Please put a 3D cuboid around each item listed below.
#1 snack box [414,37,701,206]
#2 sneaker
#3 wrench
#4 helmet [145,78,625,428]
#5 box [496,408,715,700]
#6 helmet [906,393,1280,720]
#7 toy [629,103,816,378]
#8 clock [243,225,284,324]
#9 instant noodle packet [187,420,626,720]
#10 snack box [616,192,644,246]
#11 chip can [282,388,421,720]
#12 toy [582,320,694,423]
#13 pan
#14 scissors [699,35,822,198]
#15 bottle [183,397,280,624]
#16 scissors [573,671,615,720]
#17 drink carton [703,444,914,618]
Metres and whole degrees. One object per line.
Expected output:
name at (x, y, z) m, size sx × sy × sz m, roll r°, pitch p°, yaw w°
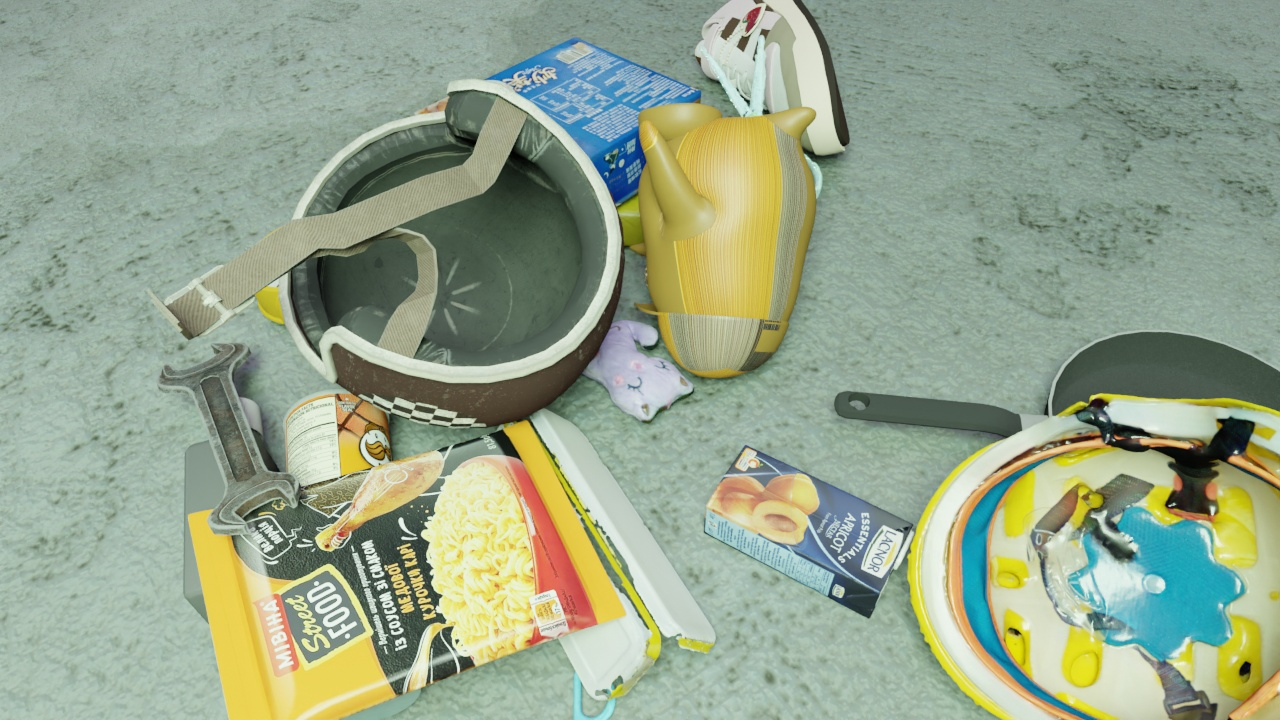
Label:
snack box at (-0.068, -0.199, 0.808) m, size 0.155 × 0.069 × 0.202 m, roll 32°, pitch 50°, yaw 24°
sneaker at (0.123, -0.295, 0.930) m, size 0.116 × 0.112 × 0.293 m, roll -19°, pitch 45°, yaw 10°
wrench at (-0.283, 0.043, 0.626) m, size 0.070 × 0.010 × 0.273 m, roll -23°, pitch 32°, yaw -23°
helmet at (-0.130, -0.061, 0.610) m, size 0.234 × 0.254 × 0.233 m, roll 25°, pitch 75°, yaw -11°
box at (-0.042, 0.129, 0.625) m, size 0.080 × 0.079 × 0.209 m, roll -43°, pitch 54°, yaw 7°
helmet at (0.299, 0.132, 0.538) m, size 0.241 × 0.139 × 0.209 m, roll -7°, pitch 73°, yaw 45°
toy at (0.060, -0.088, 0.725) m, size 0.163 × 0.203 × 0.198 m, roll 2°, pitch 0°, yaw 40°
clock at (-0.275, -0.076, 0.789) m, size 0.113 × 0.052 × 0.152 m, roll -36°, pitch 48°, yaw -22°
instant noodle packet at (-0.140, 0.123, 0.551) m, size 0.220 × 0.032 × 0.159 m, roll -15°, pitch 51°, yaw -23°
snack box at (0.064, -0.155, 0.857) m, size 0.181 × 0.045 × 0.121 m, roll 2°, pitch 48°, yaw -1°
chip can at (-0.197, 0.124, 0.614) m, size 0.075 × 0.075 × 0.214 m, roll -13°, pitch 51°, yaw -8°
toy at (-0.004, 0.004, 0.732) m, size 0.080 × 0.037 × 0.100 m, roll -33°, pitch 56°, yaw -31°
pan at (0.321, 0.058, 0.670) m, size 0.356 × 0.044 × 0.203 m, roll 5°, pitch 51°, yaw 6°
scissors at (0.095, -0.206, 0.811) m, size 0.138 × 0.028 × 0.170 m, roll -30°, pitch 84°, yaw -10°
bottle at (-0.277, 0.100, 0.633) m, size 0.046 × 0.084 × 0.173 m, roll -15°, pitch 51°, yaw -10°
scissors at (-0.052, 0.243, 0.555) m, size 0.135 × 0.015 × 0.135 m, roll 18°, pitch 54°, yaw 9°
drink carton at (0.114, 0.117, 0.632) m, size 0.130 × 0.040 × 0.064 m, roll 25°, pitch 56°, yaw 20°
